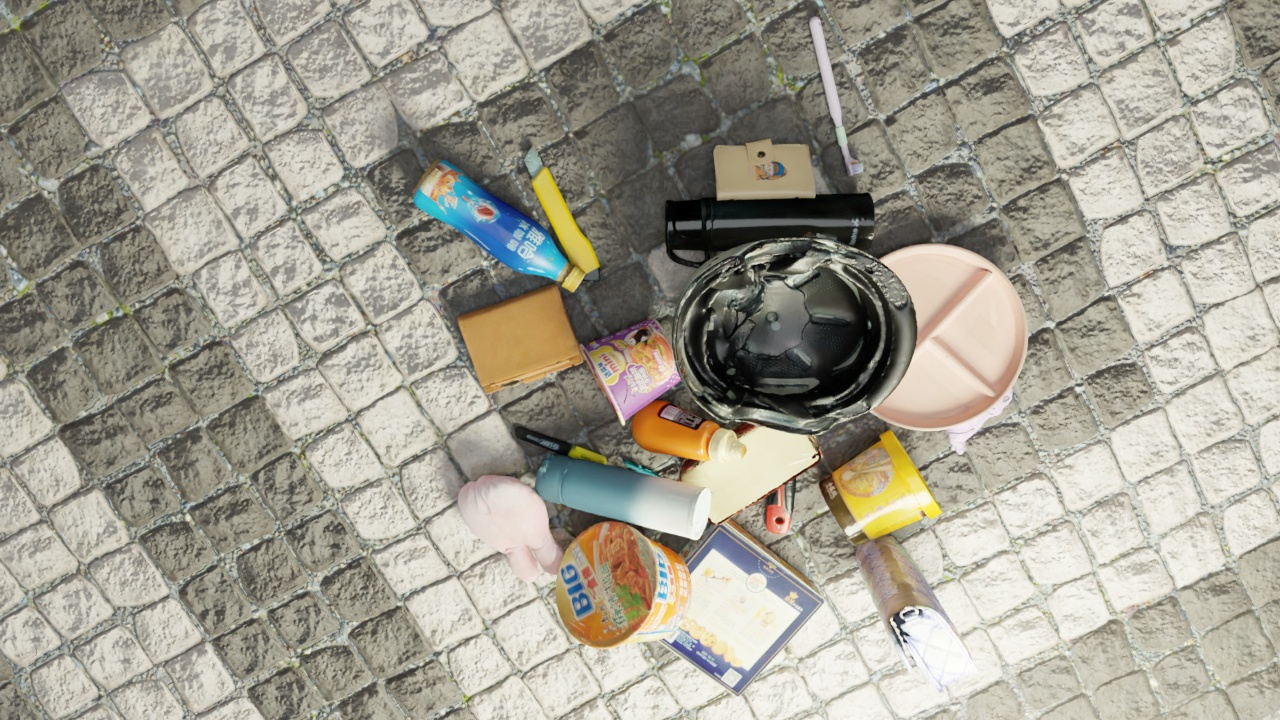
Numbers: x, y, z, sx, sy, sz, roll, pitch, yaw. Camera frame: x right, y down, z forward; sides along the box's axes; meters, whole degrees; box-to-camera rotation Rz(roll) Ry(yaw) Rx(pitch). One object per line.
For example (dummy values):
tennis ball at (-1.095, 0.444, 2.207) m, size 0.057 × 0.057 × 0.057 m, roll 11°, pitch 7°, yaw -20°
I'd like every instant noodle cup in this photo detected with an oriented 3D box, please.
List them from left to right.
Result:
instant noodle cup at (-0.013, 0.282, 1.139) m, size 0.151 × 0.151 × 0.111 m, roll -50°, pitch 143°, yaw 8°
instant noodle cup at (-0.007, 0.006, 1.111) m, size 0.099 × 0.111 × 0.111 m, roll -30°, pitch 101°, yaw -3°
instant noodle cup at (0.296, 0.165, 1.147) m, size 0.114 × 0.118 × 0.118 m, roll -33°, pitch 101°, yaw 13°

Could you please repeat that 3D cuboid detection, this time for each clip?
clip at (0.000, 0.146, 1.184) m, size 0.057 × 0.014 × 0.047 m, roll 22°, pitch 99°, yaw -6°

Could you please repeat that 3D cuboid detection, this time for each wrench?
wrench at (0.196, 0.094, 1.176) m, size 0.056 × 0.016 × 0.273 m, roll 10°, pitch 101°, yaw 1°

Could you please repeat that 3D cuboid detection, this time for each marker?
marker at (-0.102, 0.112, 1.174) m, size 0.124 × 0.015 × 0.018 m, roll 21°, pitch 97°, yaw -4°

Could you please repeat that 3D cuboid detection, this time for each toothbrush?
toothbrush at (0.231, -0.313, 1.089) m, size 0.021 × 0.029 × 0.189 m, roll -9°, pitch 104°, yaw 39°

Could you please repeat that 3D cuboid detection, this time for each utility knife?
utility knife at (-0.095, -0.174, 1.113) m, size 0.033 × 0.015 × 0.181 m, roll -26°, pitch 101°, yaw -1°

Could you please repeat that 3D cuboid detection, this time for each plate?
plate at (0.354, -0.028, 1.129) m, size 0.229 × 0.028 × 0.229 m, roll 1°, pitch 97°, yaw 8°

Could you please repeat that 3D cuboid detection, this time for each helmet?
helmet at (0.162, -0.038, 1.073) m, size 0.274 × 0.157 × 0.230 m, roll -4°, pitch 105°, yaw -9°

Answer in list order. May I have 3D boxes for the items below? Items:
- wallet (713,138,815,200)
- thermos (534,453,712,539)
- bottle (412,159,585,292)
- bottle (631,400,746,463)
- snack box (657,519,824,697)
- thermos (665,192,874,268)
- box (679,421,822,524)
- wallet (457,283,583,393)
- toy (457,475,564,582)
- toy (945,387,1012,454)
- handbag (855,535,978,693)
wallet at (0.145, -0.226, 1.082) m, size 0.115 × 0.024 × 0.087 m, roll -2°, pitch 59°, yaw 1°
thermos at (-0.025, 0.164, 1.126) m, size 0.221 × 0.070 × 0.070 m, roll 10°, pitch 103°, yaw 22°
bottle at (-0.164, -0.153, 1.091) m, size 0.218 × 0.065 × 0.065 m, roll 34°, pitch 99°, yaw -8°
bottle at (0.062, 0.092, 1.115) m, size 0.150 × 0.066 × 0.067 m, roll 14°, pitch 104°, yaw 34°
snack box at (0.115, 0.321, 1.207) m, size 0.178 × 0.045 × 0.182 m, roll 38°, pitch 99°, yaw -8°
thermos at (0.151, -0.156, 1.103) m, size 0.242 × 0.068 × 0.090 m, roll -1°, pitch 133°, yaw 1°
box at (0.135, 0.126, 1.141) m, size 0.168 × 0.075 × 0.091 m, roll -34°, pitch 96°, yaw 11°
wallet at (-0.148, -0.025, 1.136) m, size 0.132 × 0.031 × 0.108 m, roll -19°, pitch 99°, yaw 3°
toy at (-0.162, 0.212, 1.165) m, size 0.122 × 0.054 × 0.159 m, roll -21°, pitch 108°, yaw 32°
toy at (0.418, 0.054, 1.161) m, size 0.108 × 0.039 × 0.084 m, roll -41°, pitch 91°, yaw 8°
handbag at (0.334, 0.311, 1.134) m, size 0.075 × 0.193 × 0.134 m, roll -33°, pitch 101°, yaw 8°
